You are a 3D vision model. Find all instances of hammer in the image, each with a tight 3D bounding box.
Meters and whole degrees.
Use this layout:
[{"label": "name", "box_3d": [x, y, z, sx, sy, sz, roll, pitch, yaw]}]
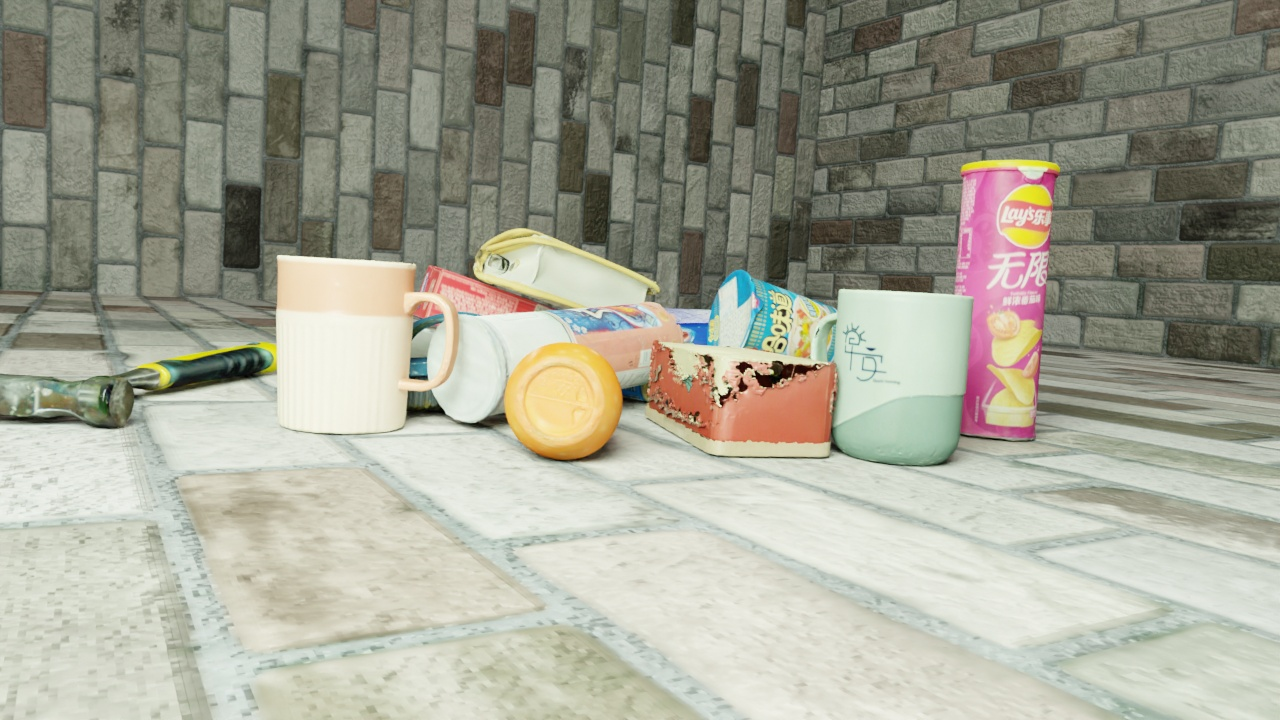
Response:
[{"label": "hammer", "box_3d": [-0.356, 0.009, 0.677, 0.126, 0.032, 0.323, 4, 5, 2]}]

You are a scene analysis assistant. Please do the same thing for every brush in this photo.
[{"label": "brush", "box_3d": [-0.134, 0.001, 0.682, 0.055, 0.073, 0.143, 3, 3, 41]}]

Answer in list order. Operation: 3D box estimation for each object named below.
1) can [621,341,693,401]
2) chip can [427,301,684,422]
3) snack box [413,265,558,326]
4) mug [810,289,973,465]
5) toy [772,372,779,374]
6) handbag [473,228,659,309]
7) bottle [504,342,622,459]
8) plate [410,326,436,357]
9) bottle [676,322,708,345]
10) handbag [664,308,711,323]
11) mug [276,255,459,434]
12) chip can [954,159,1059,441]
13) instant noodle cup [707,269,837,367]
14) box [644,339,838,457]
[{"label": "can", "box_3d": [-0.005, 0.005, 0.838, 0.083, 0.057, 0.102, 8, 6, 31]}, {"label": "chip can", "box_3d": [-0.053, -0.004, 0.681, 0.071, 0.071, 0.214, 7, 9, 35]}, {"label": "snack box", "box_3d": [-0.127, -0.037, 0.951, 0.207, 0.058, 0.057, 19, 0, -29]}, {"label": "mug", "box_3d": [0.157, 0.008, 0.600, 0.082, 0.106, 0.112, -2, 7, -40]}, {"label": "toy", "box_3d": [0.106, 0.026, 0.812, 0.100, 0.031, 0.096, 0, 8, 1]}, {"label": "handbag", "box_3d": [-0.086, -0.082, 0.928, 0.163, 0.063, 0.179, 20, -3, -36]}, {"label": "bottle", "box_3d": [-0.041, 0.025, 0.567, 0.067, 0.066, 0.149, 4, -2, 2]}, {"label": "plate", "box_3d": [-0.193, -0.013, 0.833, 0.162, 0.034, 0.266, 17, -1, -8]}, {"label": "bottle", "box_3d": [0.066, -0.011, 1.045, 0.218, 0.065, 0.065, 4, 5, -10]}, {"label": "handbag", "box_3d": [0.025, -0.027, 1.159, 0.194, 0.075, 0.134, 3, 9, 5]}, {"label": "mug", "box_3d": [-0.173, -0.010, 0.582, 0.114, 0.106, 0.081, 4, 5, 5]}, {"label": "chip can", "box_3d": [0.282, -0.046, 0.720, 0.071, 0.210, 0.071, 2, 5, 0]}, {"label": "instant noodle cup", "box_3d": [0.137, -0.030, 0.914, 0.110, 0.099, 0.099, 12, 2, -19]}, {"label": "box", "box_3d": [0.063, 0.015, 0.637, 0.091, 0.077, 0.168, 3, 4, -15]}]
